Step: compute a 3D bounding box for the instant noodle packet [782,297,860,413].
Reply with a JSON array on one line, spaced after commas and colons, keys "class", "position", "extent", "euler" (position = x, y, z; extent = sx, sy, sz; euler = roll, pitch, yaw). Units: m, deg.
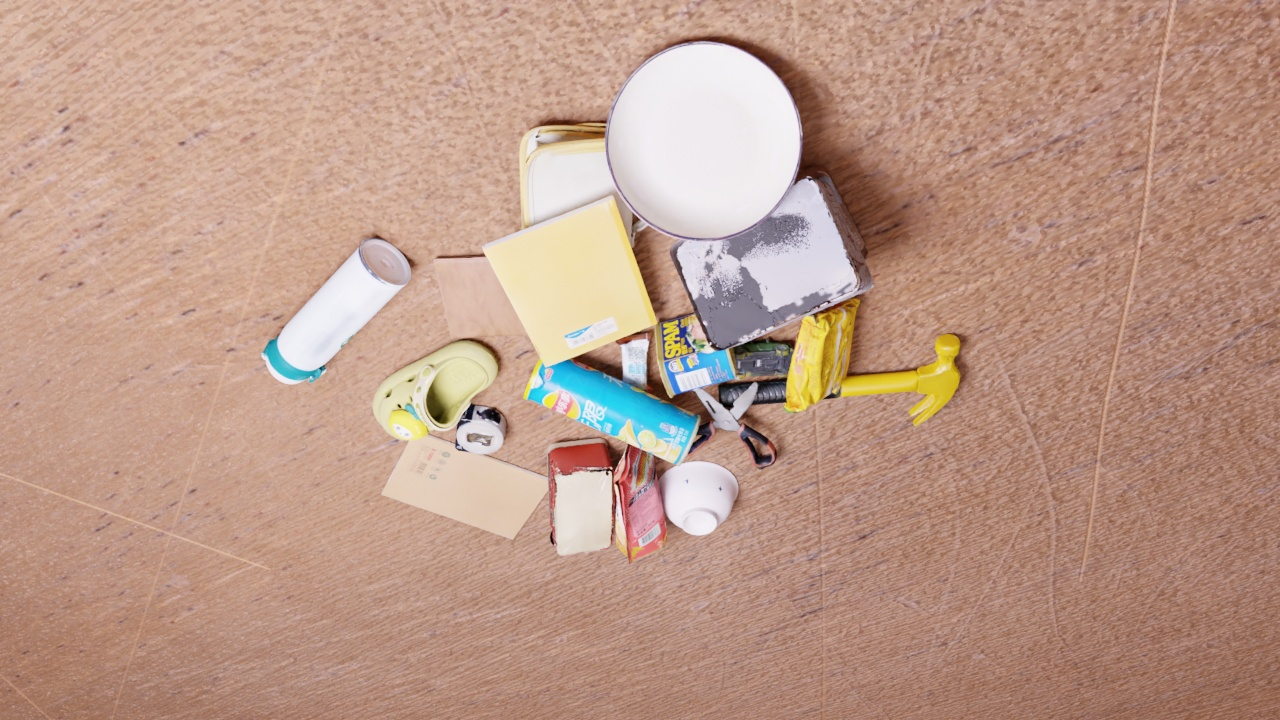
[{"class": "instant noodle packet", "position": [0.211, -0.008, 1.073], "extent": [0.044, 0.110, 0.129], "euler": [24, 120, 35]}]

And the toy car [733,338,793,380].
[{"class": "toy car", "position": [0.145, -0.003, 1.128], "extent": [0.091, 0.036, 0.043], "euler": [-1, 129, 3]}]

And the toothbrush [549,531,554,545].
[{"class": "toothbrush", "position": [-0.119, 0.200, 1.322], "extent": [0.014, 0.016, 0.190], "euler": [11, 127, 4]}]

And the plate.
[{"class": "plate", "position": [0.062, -0.213, 0.907], "extent": [0.192, 0.039, 0.192], "euler": [0, 95, 0]}]

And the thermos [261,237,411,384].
[{"class": "thermos", "position": [-0.360, -0.049, 1.078], "extent": [0.073, 0.073, 0.225], "euler": [37, 122, -26]}]

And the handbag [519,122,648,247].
[{"class": "handbag", "position": [-0.040, -0.174, 0.983], "extent": [0.178, 0.063, 0.164], "euler": [-8, 131, -12]}]

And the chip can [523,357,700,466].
[{"class": "chip can", "position": [-0.034, 0.057, 1.130], "extent": [0.210, 0.071, 0.071], "euler": [24, 127, -2]}]

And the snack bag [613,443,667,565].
[{"class": "snack bag", "position": [-0.003, 0.174, 1.229], "extent": [0.073, 0.128, 0.208], "euler": [11, 135, 16]}]

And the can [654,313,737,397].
[{"class": "can", "position": [0.065, -0.012, 1.081], "extent": [0.083, 0.102, 0.057], "euler": [-15, 128, 10]}]

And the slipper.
[{"class": "slipper", "position": [-0.262, 0.047, 1.150], "extent": [0.191, 0.081, 0.091], "euler": [-32, 120, 22]}]

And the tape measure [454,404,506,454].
[{"class": "tape measure", "position": [-0.212, 0.092, 1.217], "extent": [0.066, 0.033, 0.066], "euler": [7, 132, -5]}]

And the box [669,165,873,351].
[{"class": "box", "position": [0.148, -0.111, 1.008], "extent": [0.182, 0.166, 0.150], "euler": [-24, 85, 24]}]

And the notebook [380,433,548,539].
[{"class": "notebook", "position": [-0.248, 0.181, 1.309], "extent": [0.207, 0.008, 0.148], "euler": [22, 127, -17]}]

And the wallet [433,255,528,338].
[{"class": "wallet", "position": [-0.184, -0.075, 1.085], "extent": [0.101, 0.020, 0.115], "euler": [-2, 127, 3]}]

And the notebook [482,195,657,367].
[{"class": "notebook", "position": [-0.070, -0.079, 1.006], "extent": [0.146, 0.010, 0.206], "euler": [-21, 141, 1]}]

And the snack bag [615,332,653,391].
[{"class": "snack bag", "position": [-0.007, 0.007, 1.145], "extent": [0.048, 0.026, 0.104], "euler": [-7, 129, -1]}]

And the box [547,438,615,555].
[{"class": "box", "position": [-0.083, 0.196, 1.263], "extent": [0.091, 0.078, 0.169], "euler": [-6, 130, -10]}]

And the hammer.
[{"class": "hammer", "position": [0.250, 0.035, 1.162], "extent": [0.301, 0.032, 0.129], "euler": [-4, 129, 4]}]

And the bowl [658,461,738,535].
[{"class": "bowl", "position": [0.080, 0.205, 1.287], "extent": [0.118, 0.064, 0.118], "euler": [1, 130, 1]}]

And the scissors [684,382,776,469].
[{"class": "scissors", "position": [0.114, 0.090, 1.192], "extent": [0.189, 0.015, 0.226], "euler": [20, 143, -20]}]
